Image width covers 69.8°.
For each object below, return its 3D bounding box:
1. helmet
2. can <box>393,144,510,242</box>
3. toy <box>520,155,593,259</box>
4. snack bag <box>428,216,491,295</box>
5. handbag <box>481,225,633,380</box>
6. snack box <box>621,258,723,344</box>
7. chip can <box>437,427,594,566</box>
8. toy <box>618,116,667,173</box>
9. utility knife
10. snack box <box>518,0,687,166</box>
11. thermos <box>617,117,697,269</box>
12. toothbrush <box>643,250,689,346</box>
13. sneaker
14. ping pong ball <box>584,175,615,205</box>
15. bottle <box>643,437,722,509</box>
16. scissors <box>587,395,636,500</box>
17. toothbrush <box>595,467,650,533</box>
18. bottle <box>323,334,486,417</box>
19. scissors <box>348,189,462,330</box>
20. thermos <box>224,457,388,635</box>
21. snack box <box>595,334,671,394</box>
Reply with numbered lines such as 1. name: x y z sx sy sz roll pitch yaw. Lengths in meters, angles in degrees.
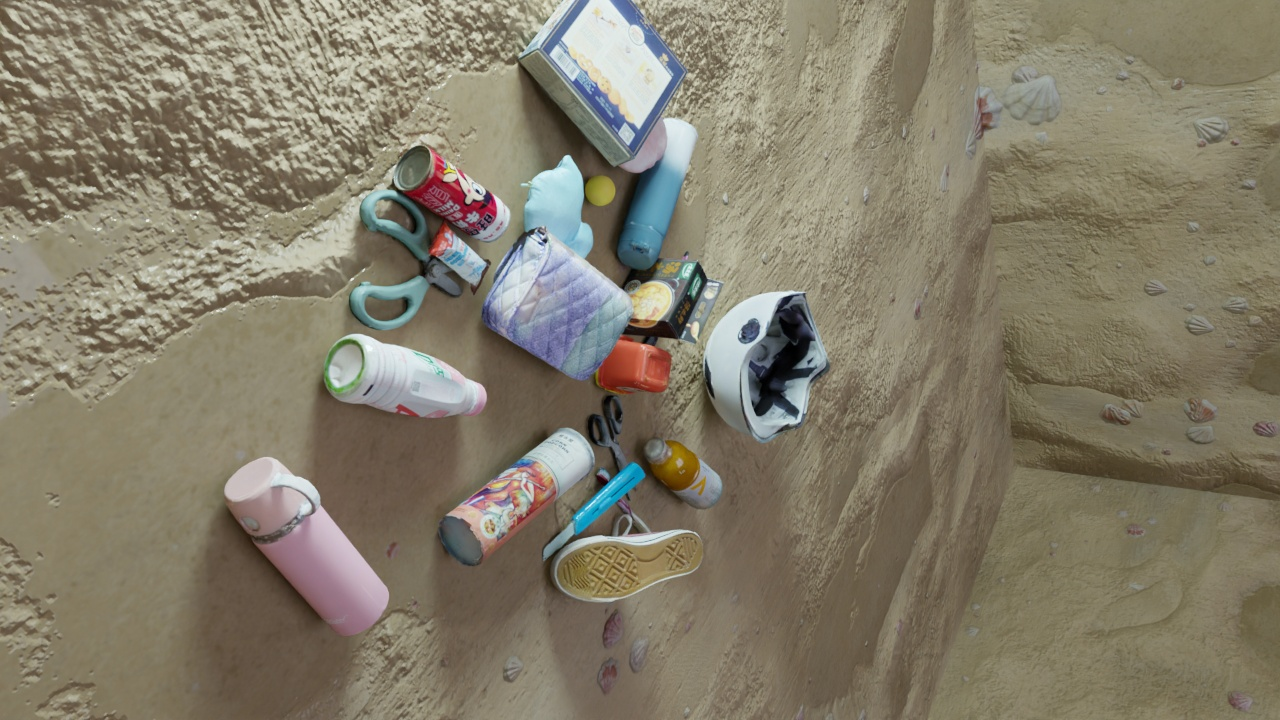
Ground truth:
1. helmet: 0.186 0.004 1.510 0.258 0.146 0.229 -55 136 -24
2. can: -0.201 -0.177 0.994 0.132 0.053 0.053 32 68 -53
3. toy: -0.103 -0.169 1.144 0.156 0.050 0.161 25 86 -58
4. snack bag: -0.198 -0.114 1.008 0.104 0.026 0.048 49 57 -53
5. handbag: -0.101 -0.066 1.128 0.134 0.075 0.194 -57 143 -2
6. snack box: 0.035 -0.086 1.290 0.053 0.126 0.113 55 51 -44
7. chip can: -0.146 0.162 1.110 0.214 0.071 0.071 -37 124 -47
8. toy: -0.021 -0.332 1.239 0.159 0.054 0.121 58 48 -26
9. utility knife: -0.065 0.207 1.267 0.204 0.018 0.034 -39 128 -35
10. snack box: -0.041 -0.373 1.164 0.178 0.046 0.182 45 56 -27
11. thermos: 0.022 -0.237 1.308 0.070 0.070 0.220 38 64 -51
12. toothbrush: 0.040 -0.094 1.398 0.018 0.014 0.188 41 60 -36
13. sneaker: -0.027 0.281 1.291 0.240 0.088 0.118 -4 86 -34
14. ping pong ball: -0.054 -0.225 1.216 0.040 0.040 0.040 -11 104 -55
15. bottle: 0.064 0.172 1.421 0.189 0.068 0.068 44 59 -49
16. scissors: -0.030 0.125 1.326 0.170 0.014 0.150 27 73 -54
17. toothbrush: -0.021 0.213 1.351 0.187 0.016 0.017 57 40 -42
18. bottle: -0.237 0.025 0.963 0.196 0.068 0.068 24 75 -58
19. scissors: -0.249 -0.086 0.970 0.175 0.019 0.175 47 55 -52
20. thermos: -0.305 0.176 0.864 0.067 0.087 0.199 -73 150 -48
21. snack box: -0.008 0.007 1.282 0.091 0.080 0.082 16 81 -55
